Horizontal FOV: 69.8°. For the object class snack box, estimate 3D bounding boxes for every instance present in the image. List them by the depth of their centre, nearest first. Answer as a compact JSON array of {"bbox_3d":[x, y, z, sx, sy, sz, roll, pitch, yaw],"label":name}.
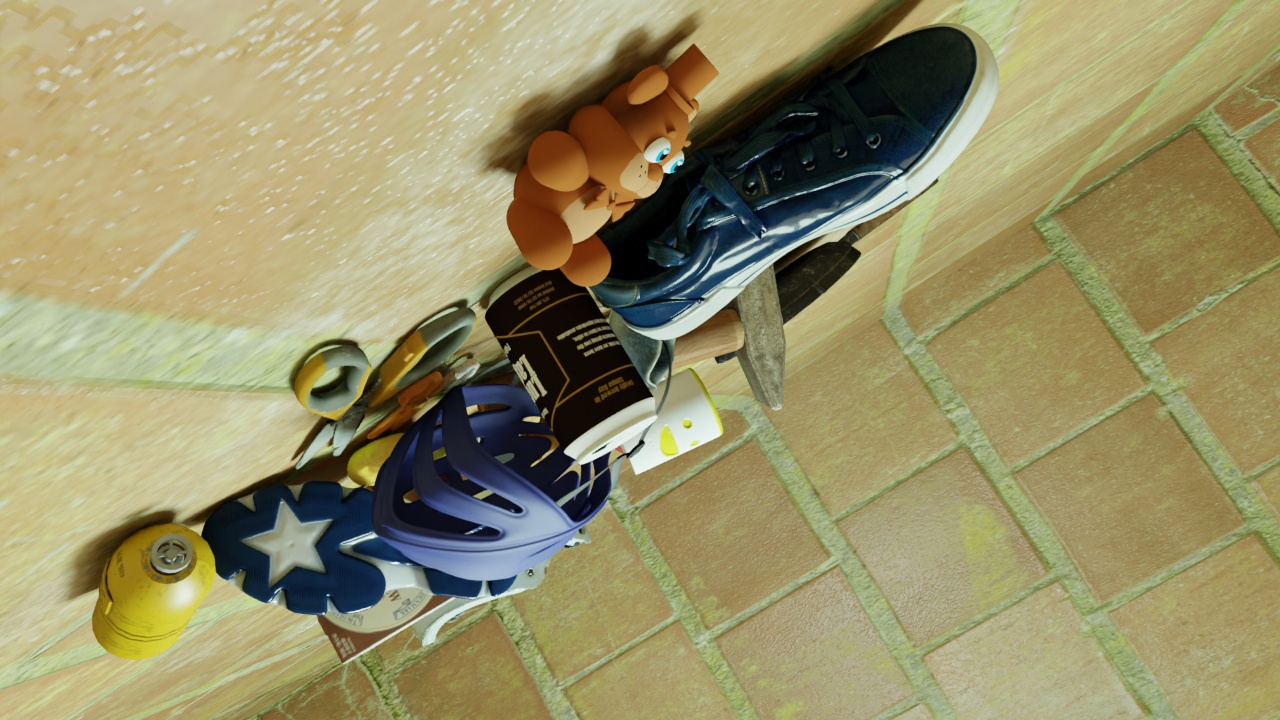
[{"bbox_3d":[-0.265,0.203,0.924,0.146,0.143,0.041,-29,172,-16],"label":"snack box"}]

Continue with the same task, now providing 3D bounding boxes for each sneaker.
[{"bbox_3d":[0.078,-0.119,0.575,0.295,0.120,0.127,-33,148,20],"label":"sneaker"},{"bbox_3d":[-0.247,0.162,0.805,0.269,0.103,0.133,9,168,-36],"label":"sneaker"}]

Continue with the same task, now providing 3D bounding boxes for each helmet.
[{"bbox_3d":[-0.082,0.058,0.707,0.228,0.148,0.241,-50,162,25],"label":"helmet"},{"bbox_3d":[-0.201,0.219,1.153,0.237,0.163,0.263,-32,177,24],"label":"helmet"}]

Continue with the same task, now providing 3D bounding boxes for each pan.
[{"bbox_3d":[0.214,-0.119,1.056,0.356,0.040,0.208,-41,-176,-14],"label":"pan"}]

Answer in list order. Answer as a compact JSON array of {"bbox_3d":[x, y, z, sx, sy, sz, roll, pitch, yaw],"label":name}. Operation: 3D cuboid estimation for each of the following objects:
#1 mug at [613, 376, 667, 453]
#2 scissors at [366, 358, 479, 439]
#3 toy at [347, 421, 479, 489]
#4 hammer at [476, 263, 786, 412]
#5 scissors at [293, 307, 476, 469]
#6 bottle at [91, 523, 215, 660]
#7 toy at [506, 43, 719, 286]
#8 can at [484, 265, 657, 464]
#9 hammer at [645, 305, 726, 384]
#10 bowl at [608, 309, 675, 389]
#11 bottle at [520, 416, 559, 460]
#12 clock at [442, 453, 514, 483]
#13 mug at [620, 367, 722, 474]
[{"bbox_3d":[0.009,0.066,1.284,0.116,0.080,0.097,-34,173,-35],"label":"mug"},{"bbox_3d":[-0.175,0.031,0.747,0.083,0.012,0.133,-27,174,-40],"label":"scissors"},{"bbox_3d":[-0.199,0.090,0.814,0.106,0.067,0.137,-20,171,30],"label":"toy"},{"bbox_3d":[-0.005,0.005,0.854,0.300,0.158,0.037,-16,-164,-16],"label":"hammer"},{"bbox_3d":[-0.190,0.025,0.651,0.165,0.016,0.226,-26,169,-27],"label":"scissors"},{"bbox_3d":[-0.361,0.169,0.681,0.070,0.071,0.164,-23,167,-43],"label":"bottle"},{"bbox_3d":[-0.009,-0.099,0.459,0.128,0.065,0.094,-40,166,16],"label":"toy"},{"bbox_3d":[-0.048,0.000,0.629,0.072,0.128,0.072,-31,170,-6],"label":"can"},{"bbox_3d":[0.002,0.023,0.955,0.120,0.031,0.330,-36,-173,44],"label":"hammer"},{"bbox_3d":[0.005,-0.034,0.785,0.110,0.055,0.110,18,89,-81],"label":"bowl"},{"bbox_3d":[-0.074,0.066,1.057,0.157,0.068,0.068,-32,170,-1],"label":"bottle"},{"bbox_3d":[-0.175,0.101,0.944,0.124,0.053,0.089,-50,164,26],"label":"clock"},{"bbox_3d":[0.025,0.067,1.004,0.106,0.082,0.082,-25,170,-5],"label":"mug"}]
